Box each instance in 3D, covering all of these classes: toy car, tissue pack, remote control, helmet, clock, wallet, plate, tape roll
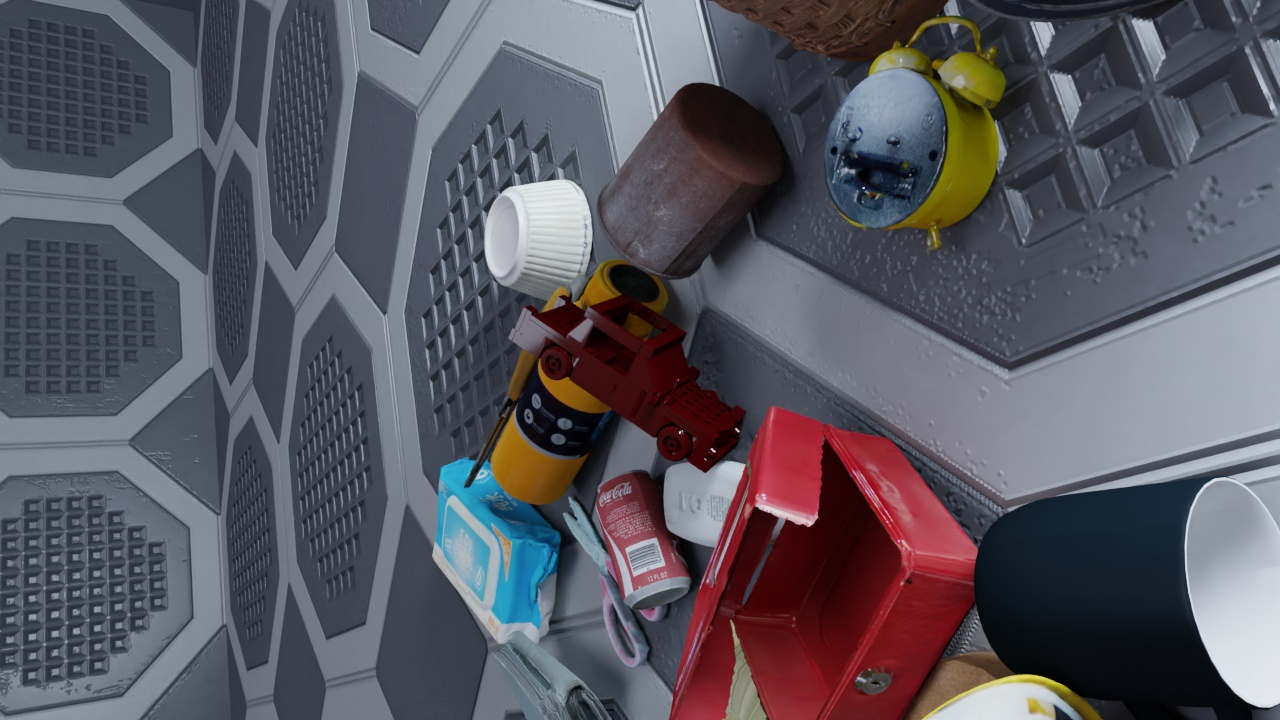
[{"bbox_3d":[-0.003,0.004,0.640,0.170,0.070,0.062,34,116,16],"label":"toy car"},{"bbox_3d":[-0.143,0.186,0.906,0.209,0.066,0.117,29,115,50],"label":"tissue pack"},{"bbox_3d":[0.057,0.100,0.640,0.115,0.028,0.060,-7,83,56],"label":"remote control"},{"bbox_3d":[0.166,0.257,0.343,0.240,0.208,0.140,30,143,15],"label":"helmet"},{"bbox_3d":[0.146,-0.122,0.486,0.083,0.057,0.119,32,116,52],"label":"clock"},{"bbox_3d":[-0.075,0.298,0.793,0.132,0.054,0.100,10,125,56],"label":"wallet"},{"bbox_3d":[0.073,0.262,0.606,0.185,0.036,0.184,-2,88,56],"label":"plate"},{"bbox_3d":[0.174,0.198,0.466,0.094,0.027,0.094,-2,88,56],"label":"tape roll"}]

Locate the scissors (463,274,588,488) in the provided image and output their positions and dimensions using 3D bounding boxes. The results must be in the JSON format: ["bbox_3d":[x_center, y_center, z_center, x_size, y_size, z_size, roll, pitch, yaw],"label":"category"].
[{"bbox_3d":[-0.105,0.021,0.821,0.229,0.016,0.113,-60,-2,22],"label":"scissors"}]

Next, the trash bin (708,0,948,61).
[{"bbox_3d":[0.057,-0.254,0.484,0.151,0.209,0.151,-2,88,57],"label":"trash bin"}]

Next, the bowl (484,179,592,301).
[{"bbox_3d":[-0.100,-0.112,0.846,0.115,0.062,0.115,-1,89,56],"label":"bowl"}]

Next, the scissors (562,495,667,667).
[{"bbox_3d":[-0.034,0.186,0.788,0.178,0.016,0.101,36,119,50],"label":"scissors"}]

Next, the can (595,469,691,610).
[{"bbox_3d":[0.001,0.136,0.701,0.054,0.054,0.096,-49,51,44],"label":"can"}]

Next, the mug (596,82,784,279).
[{"bbox_3d":[0.037,-0.132,0.636,0.110,0.096,0.122,-39,27,43],"label":"mug"}]

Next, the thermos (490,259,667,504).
[{"bbox_3d":[-0.057,0.016,0.766,0.091,0.076,0.233,58,135,31],"label":"thermos"}]

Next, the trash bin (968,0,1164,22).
[{"bbox_3d":[0.178,-0.282,0.357,0.165,0.164,0.227,-30,61,52],"label":"trash bin"}]

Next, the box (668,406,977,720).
[{"bbox_3d":[0.099,0.125,0.511,0.136,0.126,0.158,-73,-1,-64],"label":"box"}]

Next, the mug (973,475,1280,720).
[{"bbox_3d":[0.209,0.111,0.380,0.095,0.085,0.121,-23,100,54],"label":"mug"}]
